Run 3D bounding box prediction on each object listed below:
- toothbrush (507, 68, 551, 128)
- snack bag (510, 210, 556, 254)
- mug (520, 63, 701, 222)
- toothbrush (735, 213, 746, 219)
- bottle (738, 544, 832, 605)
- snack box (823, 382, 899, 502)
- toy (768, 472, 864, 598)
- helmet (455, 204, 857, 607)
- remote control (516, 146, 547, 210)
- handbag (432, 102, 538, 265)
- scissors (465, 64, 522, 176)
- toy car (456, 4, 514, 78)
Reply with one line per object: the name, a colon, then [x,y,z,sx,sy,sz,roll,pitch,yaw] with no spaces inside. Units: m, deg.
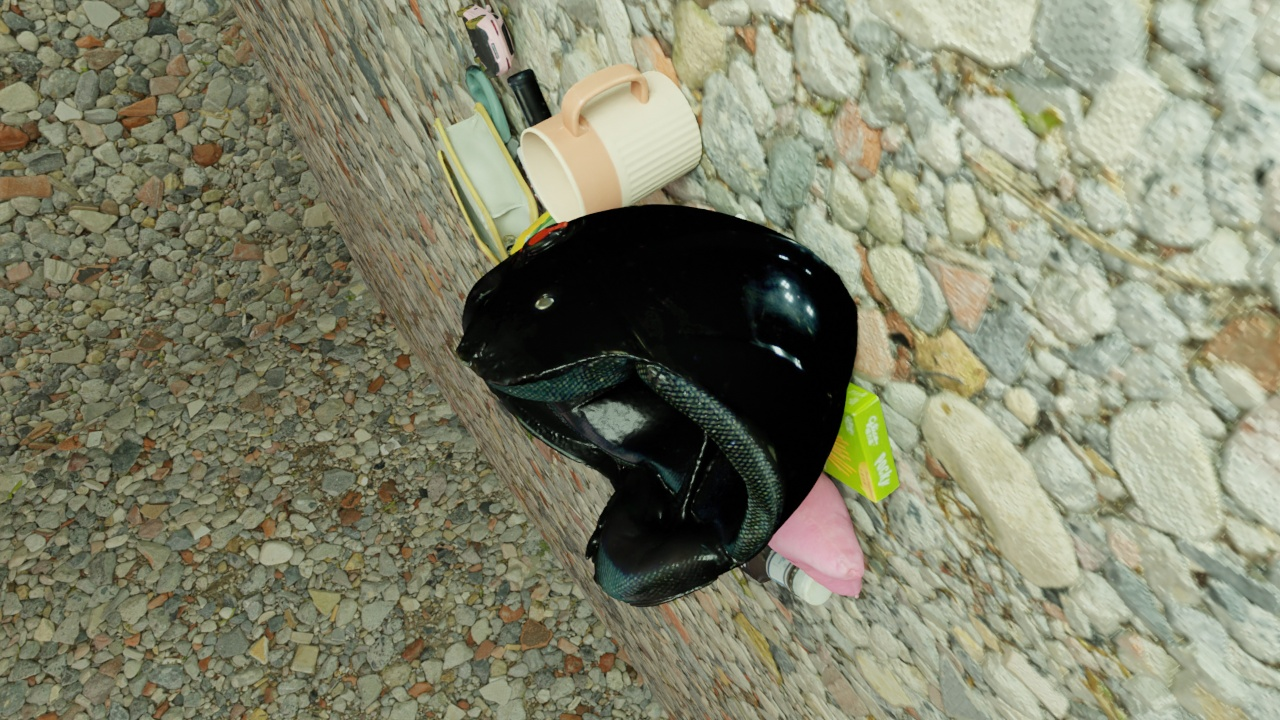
toothbrush: [-0.075,-0.180,0.900,0.027,0.026,0.213,2,126,40]
snack bag: [-0.038,-0.075,0.834,0.191,0.110,0.039,46,163,37]
mug: [-0.021,-0.158,0.647,0.081,0.105,0.115,50,161,25]
toothbrush: [0.071,-0.054,0.725,0.016,0.016,0.180,48,160,25]
bottle: [0.126,0.196,0.957,0.195,0.044,0.080,25,137,59]
snack box: [0.129,0.040,0.708,0.156,0.026,0.086,33,150,54]
toy: [0.133,0.130,0.745,0.178,0.074,0.194,51,-179,-10]
helmet: [0.007,0.009,0.614,0.275,0.229,0.234,23,145,45]
remote control: [-0.099,-0.176,0.913,0.136,0.020,0.056,-84,-30,-89]
handbag: [-0.165,-0.162,0.990,0.179,0.063,0.163,95,150,-61]
scissors: [-0.156,-0.233,1.004,0.172,0.019,0.170,133,115,-72]
toy car: [-0.144,-0.304,0.865,0.122,0.037,0.056,-125,15,-56]
